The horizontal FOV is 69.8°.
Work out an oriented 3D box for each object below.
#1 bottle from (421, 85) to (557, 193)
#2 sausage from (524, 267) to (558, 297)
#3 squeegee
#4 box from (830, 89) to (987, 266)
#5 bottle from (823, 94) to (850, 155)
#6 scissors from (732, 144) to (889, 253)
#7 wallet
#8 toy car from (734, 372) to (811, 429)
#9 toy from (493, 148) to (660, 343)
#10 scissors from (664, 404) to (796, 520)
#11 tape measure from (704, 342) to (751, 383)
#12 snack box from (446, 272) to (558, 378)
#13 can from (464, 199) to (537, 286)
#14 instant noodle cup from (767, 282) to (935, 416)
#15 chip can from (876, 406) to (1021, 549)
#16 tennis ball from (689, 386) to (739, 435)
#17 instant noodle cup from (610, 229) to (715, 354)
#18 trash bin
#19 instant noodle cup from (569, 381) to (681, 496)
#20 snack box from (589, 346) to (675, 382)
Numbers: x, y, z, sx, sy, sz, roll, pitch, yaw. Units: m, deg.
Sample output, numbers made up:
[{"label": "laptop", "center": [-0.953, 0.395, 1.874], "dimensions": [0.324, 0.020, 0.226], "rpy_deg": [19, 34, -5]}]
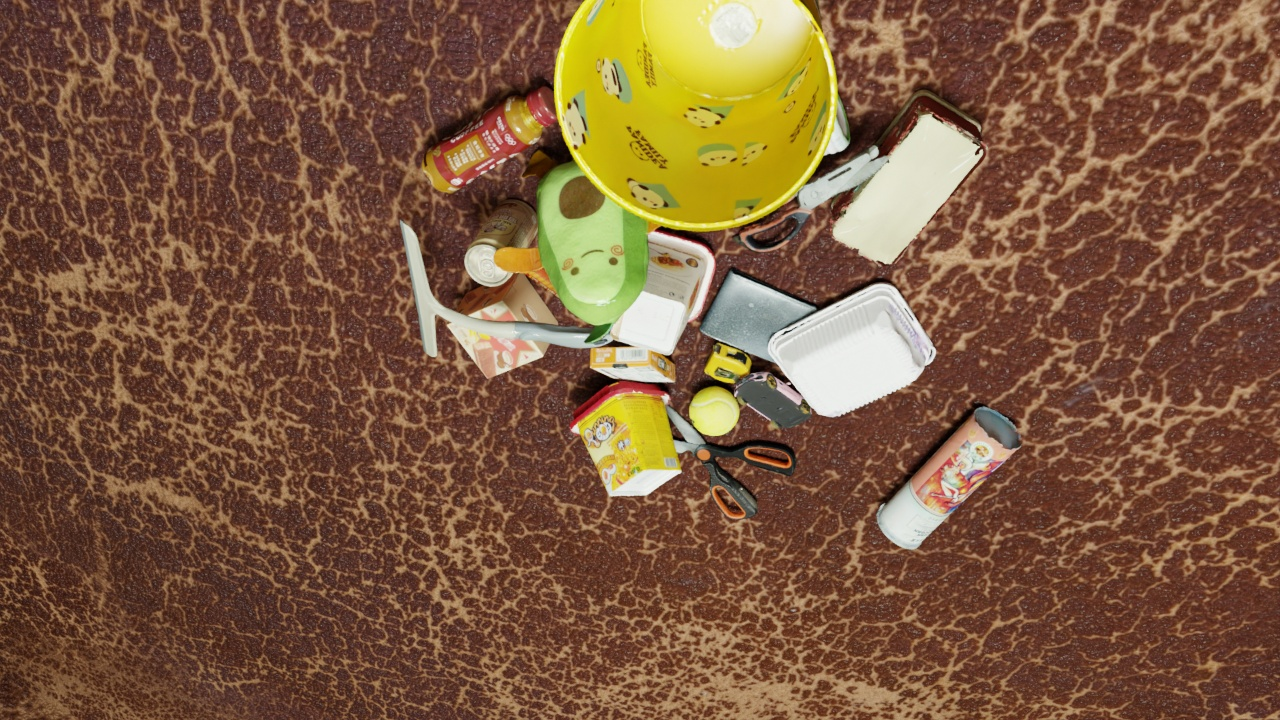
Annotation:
[{"label": "bottle", "center": [-0.167, -0.251, 1.037], "dimensions": [0.175, 0.057, 0.057], "rpy_deg": [-24, 117, 27]}, {"label": "sausage", "center": [-0.128, -0.110, 1.155], "dimensions": [0.165, 0.021, 0.022], "rpy_deg": [35, 126, -12]}, {"label": "squeegee", "center": [-0.153, -0.042, 1.070], "dimensions": [0.246, 0.039, 0.247], "rpy_deg": [13, 146, 2]}, {"label": "box", "center": [0.275, -0.185, 0.963], "dimensions": [0.091, 0.079, 0.169], "rpy_deg": [28, 127, -9]}, {"label": "bottle", "center": [0.120, -0.228, 0.980], "dimensions": [0.197, 0.068, 0.068], "rpy_deg": [-14, 121, 26]}, {"label": "scissors", "center": [0.167, -0.184, 0.991], "dimensions": [0.195, 0.015, 0.207], "rpy_deg": [23, 143, 15]}, {"label": "wallet", "center": [0.145, -0.052, 1.134], "dimensions": [0.121, 0.019, 0.097], "rpy_deg": [23, 128, -6]}, {"label": "toy car", "center": [0.171, 0.049, 1.181], "dimensions": [0.056, 0.037, 0.122], "rpy_deg": [-34, 130, 30]}, {"label": "toy", "center": [-0.054, -0.147, 0.995], "dimensions": [0.227, 0.246, 0.090], "rpy_deg": [-18, 160, 15]}, {"label": "scissors", "center": [0.112, 0.135, 1.281], "dimensions": [0.225, 0.021, 0.221], "rpy_deg": [-13, 116, 20]}, {"label": "tape measure", "center": [0.111, 0.008, 1.168], "dimensions": [0.057, 0.028, 0.060], "rpy_deg": [19, 151, -2]}, {"label": "snack box", "center": [-0.176, -0.046, 1.179], "dimensions": [0.095, 0.076, 0.093], "rpy_deg": [-20, 119, 26]}, {"label": "can", "center": [-0.162, -0.140, 1.081], "dimensions": [0.058, 0.116, 0.059], "rpy_deg": [7, 127, 9]}, {"label": "instant noodle cup", "center": [0.256, -0.001, 1.109], "dimensions": [0.174, 0.060, 0.138], "rpy_deg": [-29, 118, 24]}, {"label": "chip can", "center": [0.397, 0.155, 1.191], "dimensions": [0.071, 0.071, 0.215], "rpy_deg": [26, 127, -6]}, {"label": "tennis ball", "center": [0.097, 0.066, 1.202], "dimensions": [0.065, 0.065, 0.066], "rpy_deg": [7, 127, 9]}, {"label": "instant noodle cup", "center": [0.019, -0.078, 1.078], "dimensions": [0.116, 0.124, 0.117], "rpy_deg": [16, 128, 1]}, {"label": "trash bin", "center": [0.064, -0.279, 0.835], "dimensions": [0.230, 0.254, 0.230], "rpy_deg": [7, 127, 8]}, {"label": "instant noodle cup", "center": [-0.013, 0.106, 1.202], "dimensions": [0.115, 0.123, 0.116], "rpy_deg": [7, 143, -46]}, {"label": "snack box", "center": [-0.007, 0.007, 1.145], "dimensions": [0.075, 0.153, 0.026], "rpy_deg": [-1, 82, 13]}]
